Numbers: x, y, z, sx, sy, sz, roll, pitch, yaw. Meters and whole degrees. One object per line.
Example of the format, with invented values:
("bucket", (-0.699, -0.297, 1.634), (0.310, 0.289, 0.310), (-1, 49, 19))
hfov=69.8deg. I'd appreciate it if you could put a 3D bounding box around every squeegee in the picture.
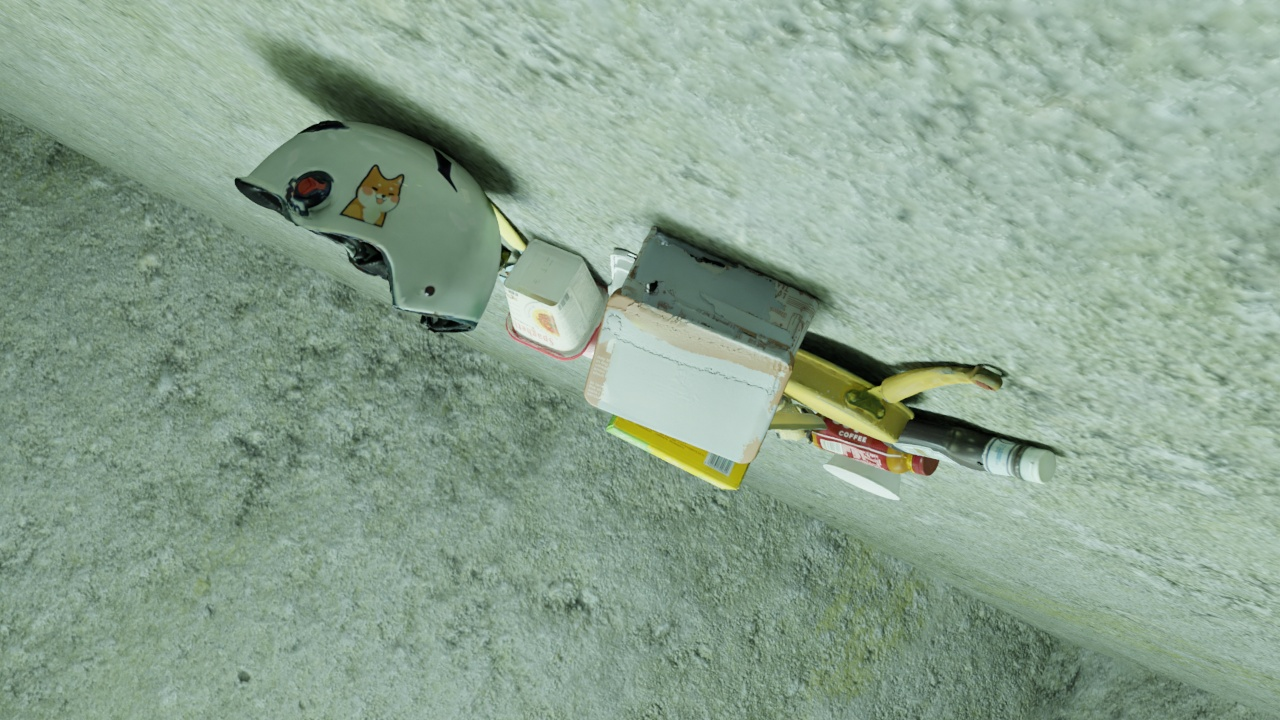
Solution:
("squeegee", (0.068, 0.024, 1.148), (0.246, 0.039, 0.247), (2, -163, -32))

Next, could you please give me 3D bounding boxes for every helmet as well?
("helmet", (-0.252, -0.152, 0.936), (0.274, 0.156, 0.230), (36, 174, 4))

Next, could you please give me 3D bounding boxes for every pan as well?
("pan", (0.237, 0.025, 0.948), (0.197, 0.078, 0.357), (28, 178, -18))

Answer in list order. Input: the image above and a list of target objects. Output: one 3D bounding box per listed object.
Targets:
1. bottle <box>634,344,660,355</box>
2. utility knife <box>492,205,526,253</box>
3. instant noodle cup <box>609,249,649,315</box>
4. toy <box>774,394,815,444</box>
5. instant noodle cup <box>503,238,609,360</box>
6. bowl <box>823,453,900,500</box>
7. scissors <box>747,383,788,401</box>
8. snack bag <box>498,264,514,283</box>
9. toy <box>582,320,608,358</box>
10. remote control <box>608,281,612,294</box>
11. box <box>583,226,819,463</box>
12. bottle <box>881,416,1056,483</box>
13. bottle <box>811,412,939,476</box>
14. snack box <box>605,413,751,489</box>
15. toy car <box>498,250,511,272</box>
("bottle", (-0.006, 0.006, 1.080), (0.068, 0.068, 0.189), (28, -170, -17))
("utility knife", (-0.163, -0.154, 1.122), (0.031, 0.022, 0.216), (24, 165, 20))
("instant noodle cup", (0.036, -0.051, 1.029), (0.173, 0.060, 0.138), (24, 172, 3))
("toy", (0.177, 0.060, 1.266), (0.157, 0.066, 0.105), (34, 156, 46))
("instant noodle cup", (-0.109, -0.079, 1.145), (0.116, 0.116, 0.124), (24, 159, 15))
("bowl", (0.337, 0.152, 1.351), (0.118, 0.064, 0.118), (25, 172, 3))
("scissors", (0.123, 0.005, 1.158), (0.159, 0.014, 0.179), (42, -172, 7))
("snack bag", (-0.150, -0.106, 1.325), (0.110, 0.039, 0.191), (16, 175, -12))
("toy", (-0.049, -0.041, 1.243), (0.159, 0.054, 0.121), (25, -146, 36))
("remote control", (0.013, -0.054, 1.133), (0.125, 0.024, 0.049), (38, 171, 5))
("box", (0.054, -0.002, 0.869), (0.182, 0.174, 0.152), (25, 173, 9))
("bottle", (0.361, 0.097, 1.019), (0.079, 0.044, 0.195), (26, 172, -36))
("bottle", (0.305, 0.109, 1.204), (0.175, 0.057, 0.057), (17, 168, 48))
("snack box", (0.076, 0.077, 1.351), (0.210, 0.157, 0.070), (27, 168, -7))
("toy car", (-0.227, -0.145, 1.301), (0.070, 0.042, 0.158), (28, 174, -11))
